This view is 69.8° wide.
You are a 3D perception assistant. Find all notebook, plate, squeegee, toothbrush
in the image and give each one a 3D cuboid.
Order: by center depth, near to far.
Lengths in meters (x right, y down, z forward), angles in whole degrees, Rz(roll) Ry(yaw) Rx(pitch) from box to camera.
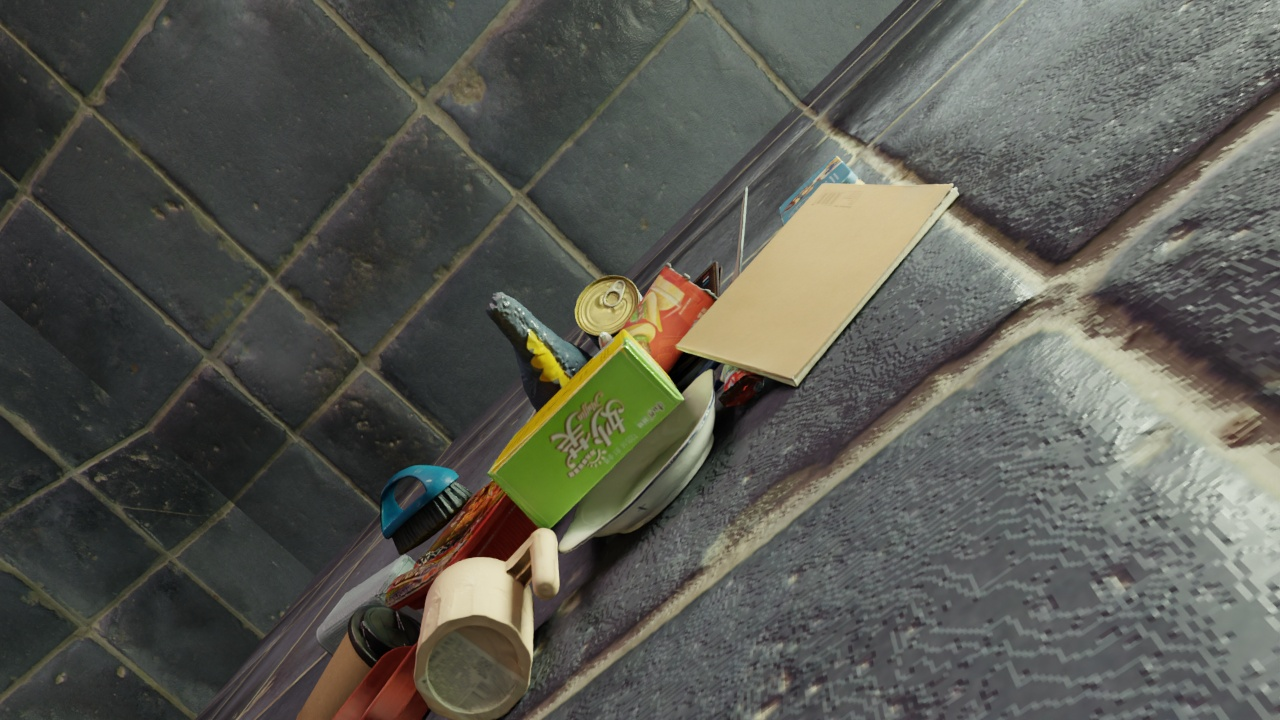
[{"bbox_3d":[0.008,0.087,0.739,0.164,0.034,0.163,-43,8,19],"label":"plate"},{"bbox_3d":[0.139,-0.073,0.749,0.211,0.012,0.150,-48,32,-15],"label":"notebook"},{"bbox_3d":[-0.030,0.012,1.039,0.016,0.017,0.188,-45,-23,-14],"label":"toothbrush"},{"bbox_3d":[0.064,-0.044,1.095,0.247,0.039,0.245,-47,23,41],"label":"squeegee"}]

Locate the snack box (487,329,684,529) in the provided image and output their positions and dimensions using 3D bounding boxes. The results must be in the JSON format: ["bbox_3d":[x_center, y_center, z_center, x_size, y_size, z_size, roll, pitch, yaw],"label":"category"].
[{"bbox_3d":[-0.046,0.053,0.818,0.158,0.070,0.210,-44,5,2],"label":"snack box"}]

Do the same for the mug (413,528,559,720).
[{"bbox_3d":[-0.103,0.184,0.658,0.124,0.084,0.103,-46,11,1],"label":"mug"}]

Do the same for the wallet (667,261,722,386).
[{"bbox_3d":[0.059,-0.039,1.007,0.097,0.020,0.122,-48,25,40],"label":"wallet"}]

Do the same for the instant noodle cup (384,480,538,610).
[{"bbox_3d":[-0.165,0.189,0.949,0.165,0.079,0.188,-37,13,43],"label":"instant noodle cup"}]

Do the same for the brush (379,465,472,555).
[{"bbox_3d":[-0.229,0.146,0.939,0.144,0.073,0.055,-41,0,45],"label":"brush"}]

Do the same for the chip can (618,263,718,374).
[{"bbox_3d":[-0.006,0.006,0.958,0.216,0.073,0.073,-55,8,1],"label":"chip can"}]

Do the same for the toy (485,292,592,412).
[{"bbox_3d":[-0.092,0.037,1.066,0.091,0.138,0.357,-52,-17,-17],"label":"toy"}]

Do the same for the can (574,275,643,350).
[{"bbox_3d":[-0.018,-0.036,1.040,0.075,0.075,0.111,-46,-34,-6],"label":"can"}]

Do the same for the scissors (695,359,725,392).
[{"bbox_3d":[0.093,-0.040,0.838,0.169,0.012,0.147,-63,28,9],"label":"scissors"}]

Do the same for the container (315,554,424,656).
[{"bbox_3d":[-0.286,0.290,1.039,0.112,0.090,0.090,-38,11,25],"label":"container"}]

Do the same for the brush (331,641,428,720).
[{"bbox_3d":[-0.209,0.288,0.749,0.069,0.063,0.145,-54,1,32],"label":"brush"}]

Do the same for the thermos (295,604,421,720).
[{"bbox_3d":[-0.261,0.303,0.869,0.143,0.093,0.093,-52,7,10],"label":"thermos"}]

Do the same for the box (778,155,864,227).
[{"bbox_3d":[0.188,-0.148,0.914,0.090,0.059,0.184,-44,7,15],"label":"box"}]

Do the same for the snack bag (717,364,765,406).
[{"bbox_3d":[0.084,0.013,0.758,0.045,0.026,0.105,-45,7,11],"label":"snack bag"}]
